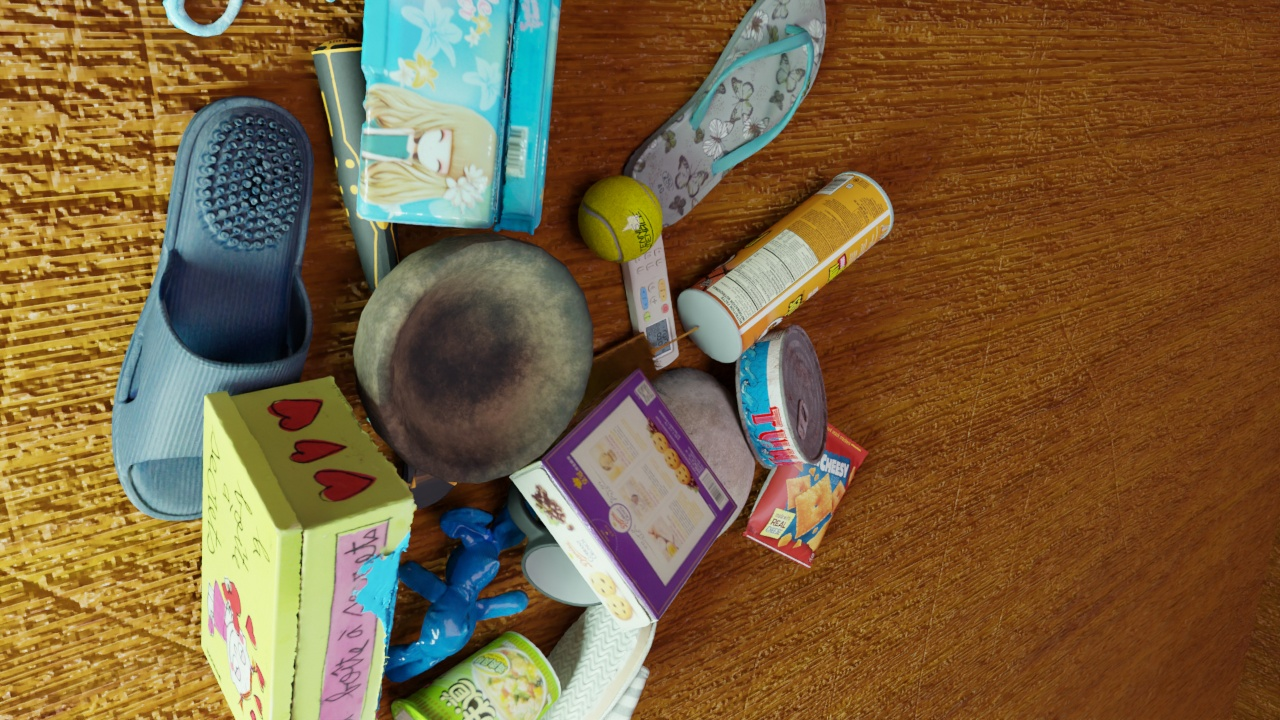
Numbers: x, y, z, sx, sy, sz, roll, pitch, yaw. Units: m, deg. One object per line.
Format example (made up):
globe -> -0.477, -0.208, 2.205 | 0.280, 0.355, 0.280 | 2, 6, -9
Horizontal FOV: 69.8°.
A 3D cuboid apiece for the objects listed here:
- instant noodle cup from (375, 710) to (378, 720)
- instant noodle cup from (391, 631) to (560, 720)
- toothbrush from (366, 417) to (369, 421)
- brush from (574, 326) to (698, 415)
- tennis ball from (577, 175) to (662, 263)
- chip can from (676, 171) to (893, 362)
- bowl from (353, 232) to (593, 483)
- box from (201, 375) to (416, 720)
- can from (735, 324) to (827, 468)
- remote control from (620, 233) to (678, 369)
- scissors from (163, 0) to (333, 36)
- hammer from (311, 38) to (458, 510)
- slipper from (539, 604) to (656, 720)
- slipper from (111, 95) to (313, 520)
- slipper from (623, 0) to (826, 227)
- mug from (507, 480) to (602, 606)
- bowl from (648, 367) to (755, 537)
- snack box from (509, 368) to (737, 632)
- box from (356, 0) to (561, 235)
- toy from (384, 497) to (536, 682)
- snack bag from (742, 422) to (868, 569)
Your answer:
instant noodle cup -> -0.226, 0.274, 0.650 | 0.097, 0.098, 0.108 | -3, 98, -39
instant noodle cup -> -0.126, 0.278, 0.734 | 0.107, 0.099, 0.099 | -34, 123, -37
toothbrush -> -0.142, 0.042, 0.692 | 0.135, 0.017, 0.022 | -1, 104, -42
brush -> -0.005, 0.004, 0.773 | 0.126, 0.017, 0.048 | -28, 121, -16
tennis ball -> -0.016, -0.109, 0.712 | 0.065, 0.065, 0.065 | -13, 112, -36
chip can -> 0.135, -0.088, 0.836 | 0.214, 0.075, 0.075 | -38, 125, -24
bowl -> -0.114, -0.006, 0.606 | 0.161, 0.070, 0.162 | -15, 115, -38
box -> -0.207, 0.131, 0.552 | 0.082, 0.124, 0.221 | -15, 137, -37
can -> 0.133, 0.034, 0.854 | 0.130, 0.044, 0.129 | 30, 55, -57
remote control -> 0.008, -0.051, 0.782 | 0.038, 0.018, 0.126 | -26, 120, -31
scissors -> -0.233, -0.254, 0.523 | 0.134, 0.011, 0.140 | -47, 127, -15
hammer -> -0.173, -0.046, 0.613 | 0.123, 0.036, 0.321 | -21, 114, -36
slipper -> -0.069, 0.320, 0.778 | 0.054, 0.114, 0.272 | 36, 88, -29
slipper -> -0.239, -0.023, 0.546 | 0.101, 0.083, 0.264 | 7, 99, -43
slipper -> 0.092, -0.213, 0.777 | 0.268, 0.055, 0.098 | -51, 132, -13
mug -> -0.057, 0.127, 0.730 | 0.113, 0.078, 0.087 | 43, 38, -21
bowl -> 0.046, 0.101, 0.823 | 0.178, 0.081, 0.178 | -12, 109, -36
snack box -> -0.006, 0.101, 0.697 | 0.143, 0.041, 0.147 | 55, 40, -7
box -> -0.092, -0.197, 0.582 | 0.169, 0.086, 0.227 | -19, 119, -63
toy -> -0.144, 0.172, 0.699 | 0.176, 0.071, 0.113 | -54, 141, -13
snack bag -> 0.174, 0.137, 0.965 | 0.130, 0.039, 0.144 | 33, 83, -41
